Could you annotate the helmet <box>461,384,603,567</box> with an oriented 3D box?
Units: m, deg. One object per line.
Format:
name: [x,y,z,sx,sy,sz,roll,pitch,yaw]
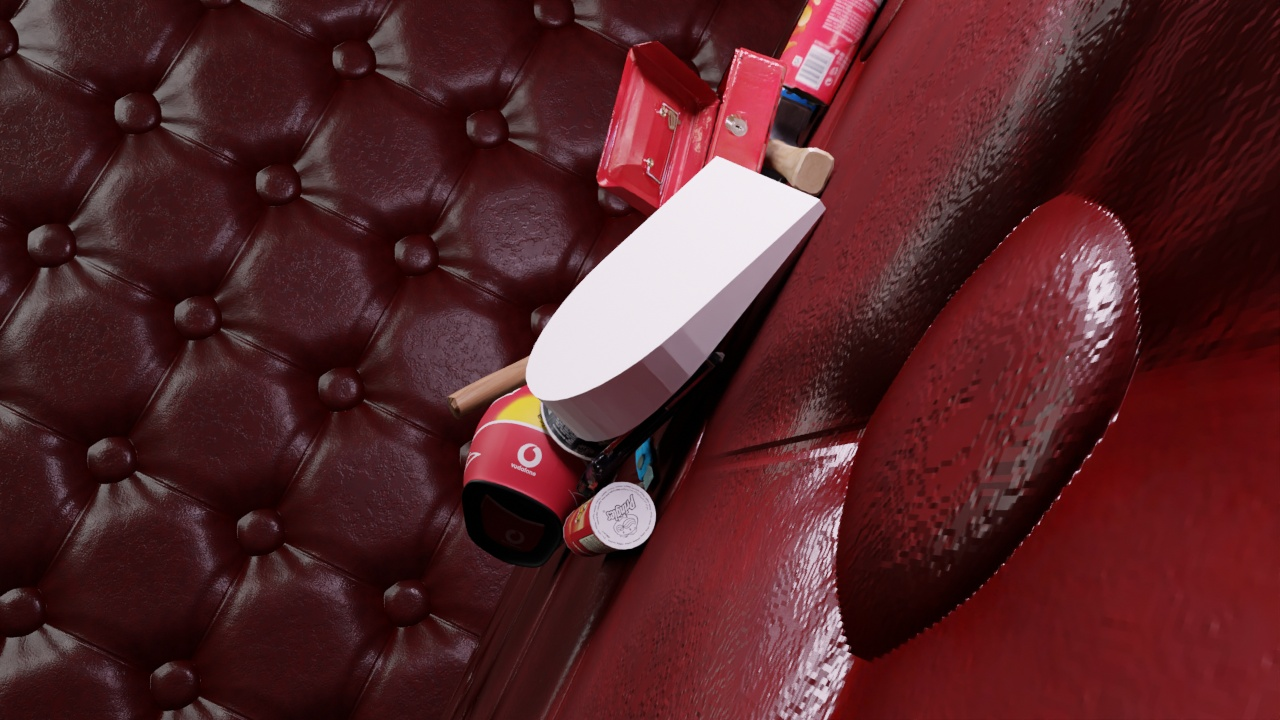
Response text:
helmet: [-0.146,0.145,1.337,0.272,0.198,0.224,107,-174,-53]

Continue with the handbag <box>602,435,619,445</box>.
handbag: [0.011,-0.016,0.869,0.198,0.096,0.142,-54,1,2]

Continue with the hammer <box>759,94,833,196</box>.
hammer: [0.138,-0.190,0.868,0.322,0.051,0.117,-85,17,-74]

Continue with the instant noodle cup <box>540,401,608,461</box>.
instant noodle cup: [-0.047,0.049,1.205,0.113,0.137,0.137,-47,14,44]

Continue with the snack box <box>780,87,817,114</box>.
snack box: [0.226,-0.402,1.067,0.239,0.056,0.195,-61,3,21]

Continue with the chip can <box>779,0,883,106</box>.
chip can: [0.214,-0.374,0.921,0.233,0.073,0.073,-63,3,13]

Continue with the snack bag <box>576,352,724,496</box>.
snack bag: [0.008,0.055,0.773,0.154,0.018,0.075,-40,-9,-27]

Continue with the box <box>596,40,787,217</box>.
box: [0.072,-0.217,0.910,0.147,0.156,0.157,23,-102,-53]

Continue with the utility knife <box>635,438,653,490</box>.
utility knife: [0.005,0.101,0.913,0.225,0.015,0.031,-133,65,-85]

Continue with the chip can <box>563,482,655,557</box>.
chip can: [-0.033,0.145,0.810,0.051,0.052,0.215,-64,3,-17]

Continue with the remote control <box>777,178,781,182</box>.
remote control: [0.113,-0.171,1.052,0.143,0.049,0.024,-62,4,7]

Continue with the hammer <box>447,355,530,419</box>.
hammer: [-0.052,-0.025,0.948,0.327,0.052,0.098,-30,-48,-25]

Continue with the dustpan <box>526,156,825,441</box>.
dustpan: [0.020,-0.047,0.761,0.258,0.053,0.191,-42,29,1]
